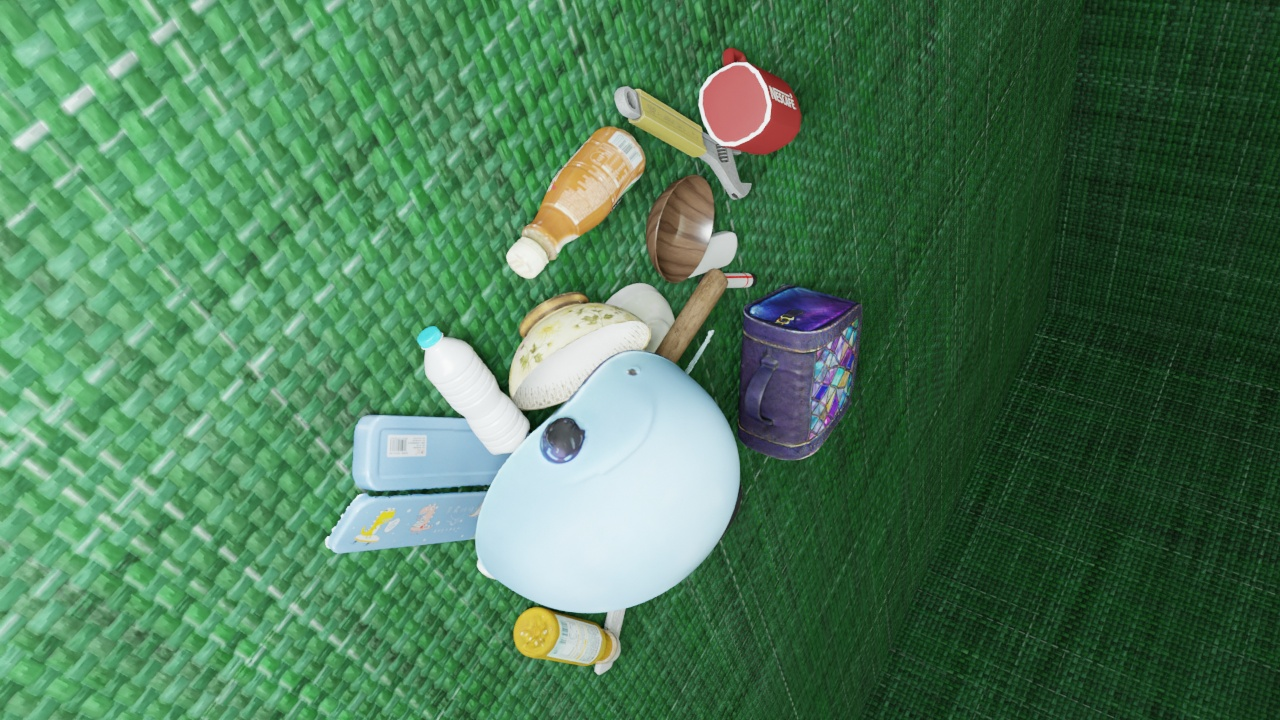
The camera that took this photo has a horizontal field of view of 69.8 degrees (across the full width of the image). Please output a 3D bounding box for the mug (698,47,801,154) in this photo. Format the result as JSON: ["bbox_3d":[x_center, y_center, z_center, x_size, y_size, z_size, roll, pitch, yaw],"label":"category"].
[{"bbox_3d":[0.117,-0.291,1.015,0.096,0.081,0.116,-12,81,-60],"label":"mug"}]

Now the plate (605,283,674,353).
[{"bbox_3d":[-0.006,0.006,1.022,0.181,0.034,0.183,-35,135,-46],"label":"plate"}]

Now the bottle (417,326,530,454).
[{"bbox_3d":[-0.144,0.025,0.781,0.044,0.044,0.136,-54,132,-27],"label":"bottle"}]

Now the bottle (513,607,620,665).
[{"bbox_3d":[-0.078,0.323,1.062,0.053,0.053,0.186,-65,149,-10],"label":"bottle"}]

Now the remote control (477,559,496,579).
[{"bbox_3d":[-0.119,0.156,0.929,0.060,0.025,0.138,36,75,-59],"label":"remote control"}]

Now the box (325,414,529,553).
[{"bbox_3d":[-0.173,0.109,0.804,0.209,0.039,0.126,9,97,-58],"label":"box"}]

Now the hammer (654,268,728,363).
[{"bbox_3d":[0.004,0.030,0.979,0.321,0.040,0.129,-56,141,-17],"label":"hammer"}]

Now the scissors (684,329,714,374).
[{"bbox_3d":[0.049,0.026,1.069,0.064,0.033,0.175,-36,158,-48],"label":"scissors"}]

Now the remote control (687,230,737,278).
[{"bbox_3d":[0.079,-0.129,1.107,0.136,0.013,0.043,-23,125,-52],"label":"remote control"}]

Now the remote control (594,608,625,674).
[{"bbox_3d":[-0.036,0.340,1.180,0.033,0.012,0.131,-6,111,-60],"label":"remote control"}]

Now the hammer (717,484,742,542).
[{"bbox_3d":[0.042,0.174,1.177,0.132,0.040,0.305,-53,144,-5],"label":"hammer"}]

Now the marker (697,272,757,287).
[{"bbox_3d":[0.109,-0.101,1.164,0.145,0.019,0.019,-9,113,-57],"label":"marker"}]

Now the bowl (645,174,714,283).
[{"bbox_3d":[0.037,-0.147,1.008,0.119,0.032,0.119,-34,134,-46],"label":"bowl"}]

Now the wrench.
[{"bbox_3d":[0.052,-0.234,0.977,0.273,0.018,0.083,7,73,-58],"label":"wrench"}]

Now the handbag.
[{"bbox_3d":[0.212,0.014,1.293,0.221,0.126,0.205,-35,134,-44],"label":"handbag"}]

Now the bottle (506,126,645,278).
[{"bbox_3d":[-0.060,-0.140,0.826,0.166,0.059,0.059,-54,146,-27],"label":"bottle"}]

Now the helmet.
[{"bbox_3d":[-0.017,0.127,0.840,0.265,0.167,0.226,-39,141,-17],"label":"helmet"}]

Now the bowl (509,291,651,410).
[{"bbox_3d":[-0.068,-0.017,0.849,0.145,0.063,0.145,-27,162,-10],"label":"bowl"}]
